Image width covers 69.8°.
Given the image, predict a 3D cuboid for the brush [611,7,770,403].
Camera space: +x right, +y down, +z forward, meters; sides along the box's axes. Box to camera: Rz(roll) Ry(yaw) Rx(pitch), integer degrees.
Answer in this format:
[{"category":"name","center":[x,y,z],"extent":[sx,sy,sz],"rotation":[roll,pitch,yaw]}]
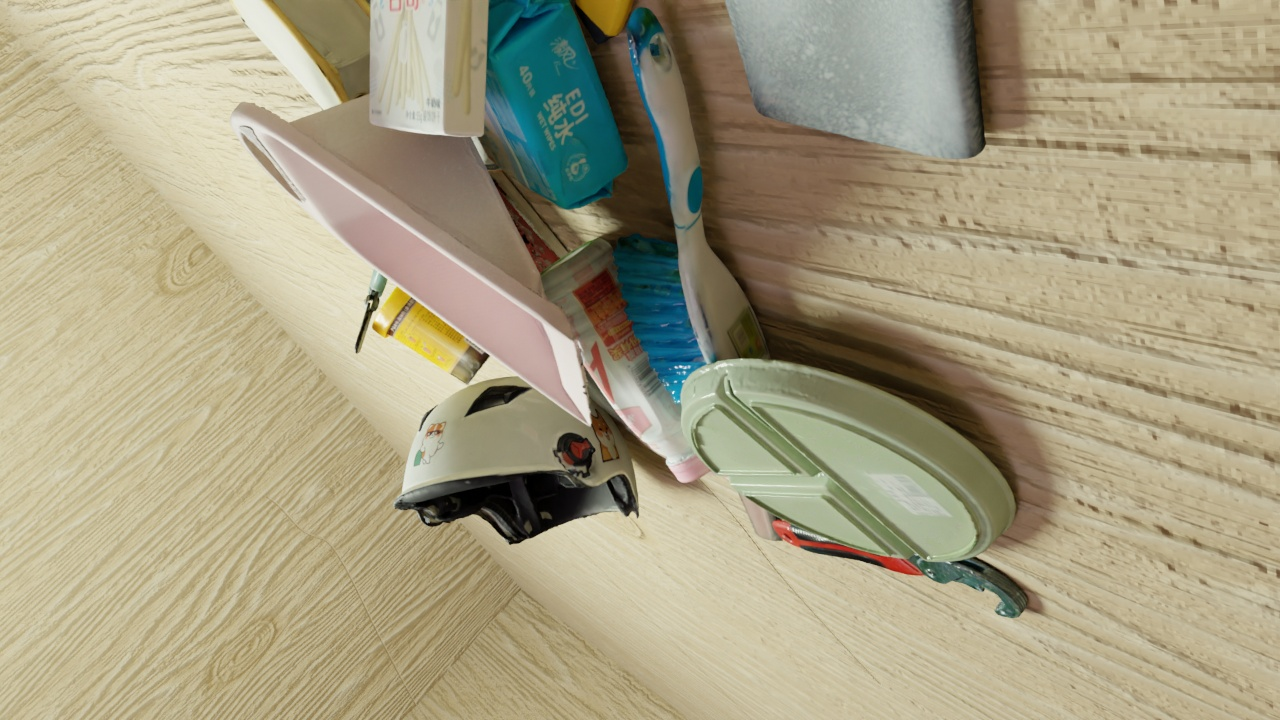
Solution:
[{"category":"brush","center":[0.024,-0.070,0.568],"extent":[0.110,0.060,0.315],"rotation":[16,146,42]}]

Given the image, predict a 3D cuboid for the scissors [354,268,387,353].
[{"category":"scissors","center":[-0.261,-0.091,0.928],"extent":[0.019,0.185,0.132],"rotation":[17,148,-17]}]

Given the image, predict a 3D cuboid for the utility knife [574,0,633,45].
[{"category":"utility knife","center":[-0.006,-0.200,0.405],"extent":[0.033,0.015,0.196],"rotation":[44,164,1]}]

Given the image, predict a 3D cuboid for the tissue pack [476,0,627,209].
[{"category":"tissue pack","center":[-0.064,-0.158,0.529],"extent":[0.090,0.063,0.140],"rotation":[38,162,39]}]

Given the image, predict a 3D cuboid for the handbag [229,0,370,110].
[{"category":"handbag","center":[-0.231,-0.222,0.672],"extent":[0.163,0.063,0.179],"rotation":[48,164,11]}]

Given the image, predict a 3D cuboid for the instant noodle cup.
[{"category":"instant noodle cup","center":[-0.197,-0.045,0.957],"extent":[0.114,0.118,0.119],"rotation":[38,161,-6]}]

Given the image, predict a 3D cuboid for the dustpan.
[{"category":"dustpan","center":[-0.149,-0.059,0.606],"extent":[0.273,0.138,0.223],"rotation":[63,172,17]}]

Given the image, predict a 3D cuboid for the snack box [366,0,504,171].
[{"category":"snack box","center":[-0.129,-0.199,0.634],"extent":[0.075,0.026,0.154],"rotation":[16,146,55]}]

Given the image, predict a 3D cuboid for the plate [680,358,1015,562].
[{"category":"plate","center":[0.127,0.075,0.611],"extent":[0.230,0.027,0.230],"rotation":[23,157,10]}]

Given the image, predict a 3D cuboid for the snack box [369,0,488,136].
[{"category":"snack box","center":[-0.108,-0.196,0.467],"extent":[0.085,0.026,0.157],"rotation":[21,113,46]}]

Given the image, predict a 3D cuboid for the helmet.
[{"category":"helmet","center":[-0.127,0.094,0.980],"extent":[0.231,0.156,0.273],"rotation":[-20,152,34]}]

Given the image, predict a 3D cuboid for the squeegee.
[{"category":"squeegee","center":[0.013,0.064,0.878],"extent":[0.250,0.040,0.248],"rotation":[30,156,35]}]

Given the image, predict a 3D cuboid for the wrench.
[{"category":"wrench","center":[0.195,0.160,0.754],"extent":[0.056,0.016,0.274],"rotation":[51,158,-19]}]

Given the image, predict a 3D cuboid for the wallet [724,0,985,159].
[{"category":"wallet","center":[0.082,-0.135,0.374],"extent":[0.121,0.019,0.097],"rotation":[27,152,42]}]

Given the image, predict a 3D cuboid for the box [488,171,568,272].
[{"category":"box","center":[-0.133,-0.099,0.764],"extent":[0.168,0.079,0.091],"rotation":[50,160,-18]}]

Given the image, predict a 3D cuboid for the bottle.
[{"category":"bottle","center":[-0.004,0.004,0.705],"extent":[0.197,0.068,0.068],"rotation":[57,158,-12]}]
